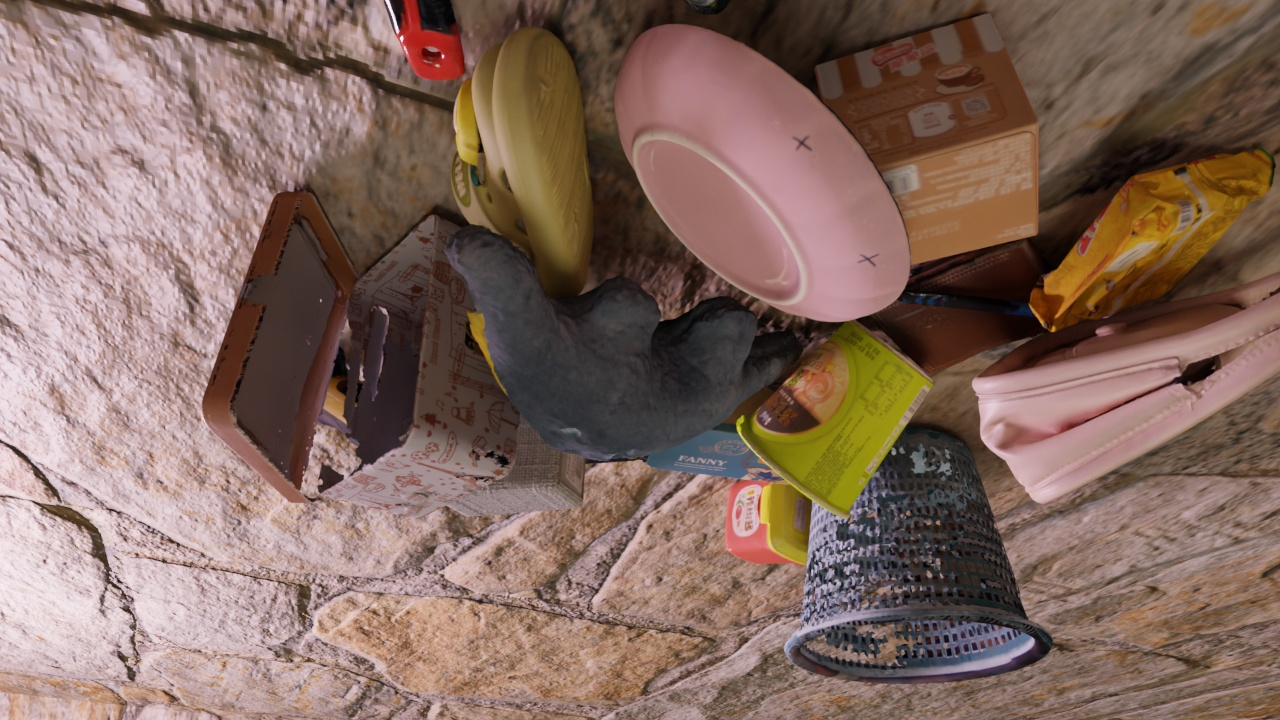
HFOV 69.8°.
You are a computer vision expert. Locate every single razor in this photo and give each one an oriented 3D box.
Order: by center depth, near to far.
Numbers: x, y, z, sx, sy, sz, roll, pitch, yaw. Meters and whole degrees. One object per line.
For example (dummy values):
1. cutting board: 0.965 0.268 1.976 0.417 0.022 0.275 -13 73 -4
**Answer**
1. razor: -0.225 0.038 0.735 0.167 0.068 0.062 27 -160 36

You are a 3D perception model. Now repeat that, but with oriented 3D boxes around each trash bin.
1. trash bin: 0.245 0.178 0.857 0.226 0.194 0.227 2 147 1

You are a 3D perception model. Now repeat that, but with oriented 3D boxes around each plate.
1. plate: 0.052 -0.085 0.486 0.192 0.039 0.192 42 168 11

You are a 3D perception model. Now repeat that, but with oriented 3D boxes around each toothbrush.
1. toothbrush: 0.206 -0.040 0.634 0.189 0.016 0.014 8 147 5

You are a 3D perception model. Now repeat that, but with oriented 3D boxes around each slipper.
1. slipper: -0.072 -0.103 0.535 0.081 0.091 0.191 1 151 6

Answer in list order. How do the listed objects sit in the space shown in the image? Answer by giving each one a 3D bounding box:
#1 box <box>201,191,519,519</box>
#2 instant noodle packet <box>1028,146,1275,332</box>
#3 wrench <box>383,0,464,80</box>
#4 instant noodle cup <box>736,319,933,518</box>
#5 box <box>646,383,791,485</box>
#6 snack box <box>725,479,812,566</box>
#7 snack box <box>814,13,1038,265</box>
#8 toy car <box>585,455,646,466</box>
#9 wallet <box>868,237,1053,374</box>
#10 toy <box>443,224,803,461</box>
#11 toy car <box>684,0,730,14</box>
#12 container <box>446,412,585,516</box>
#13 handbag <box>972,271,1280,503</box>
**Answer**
1. box: -0.192 -0.009 0.608 0.177 0.182 0.153 25 141 -37
2. instant noodle packet: 0.314 -0.074 0.573 0.110 0.044 0.129 -18 154 -18
3. wrench: -0.127 -0.231 0.399 0.056 0.016 0.274 -3 147 9
4. instant noodle cup: 0.153 0.037 0.700 0.111 0.111 0.123 31 101 -37
5. box: 0.088 0.061 0.809 0.184 0.061 0.090 5 147 -7
6. snack box: 0.135 0.164 0.945 0.082 0.091 0.080 28 146 -34
7. snack box: 0.150 -0.112 0.485 0.093 0.094 0.077 -13 141 15
8. toy car: -0.031 0.083 0.872 0.106 0.031 0.049 -8 166 20
9. wallet: 0.237 -0.042 0.663 0.125 0.032 0.101 -25 136 35
10. toy: -0.004 0.004 0.605 0.355 0.091 0.138 9 118 -50
11. toy car: 0.019 -0.200 0.417 0.034 0.043 0.090 23 168 37
12. container: -0.113 0.088 0.822 0.114 0.090 0.090 -3 158 14
13. handbag: 0.344 -0.007 0.578 0.192 0.093 0.235 -19 168 -48
